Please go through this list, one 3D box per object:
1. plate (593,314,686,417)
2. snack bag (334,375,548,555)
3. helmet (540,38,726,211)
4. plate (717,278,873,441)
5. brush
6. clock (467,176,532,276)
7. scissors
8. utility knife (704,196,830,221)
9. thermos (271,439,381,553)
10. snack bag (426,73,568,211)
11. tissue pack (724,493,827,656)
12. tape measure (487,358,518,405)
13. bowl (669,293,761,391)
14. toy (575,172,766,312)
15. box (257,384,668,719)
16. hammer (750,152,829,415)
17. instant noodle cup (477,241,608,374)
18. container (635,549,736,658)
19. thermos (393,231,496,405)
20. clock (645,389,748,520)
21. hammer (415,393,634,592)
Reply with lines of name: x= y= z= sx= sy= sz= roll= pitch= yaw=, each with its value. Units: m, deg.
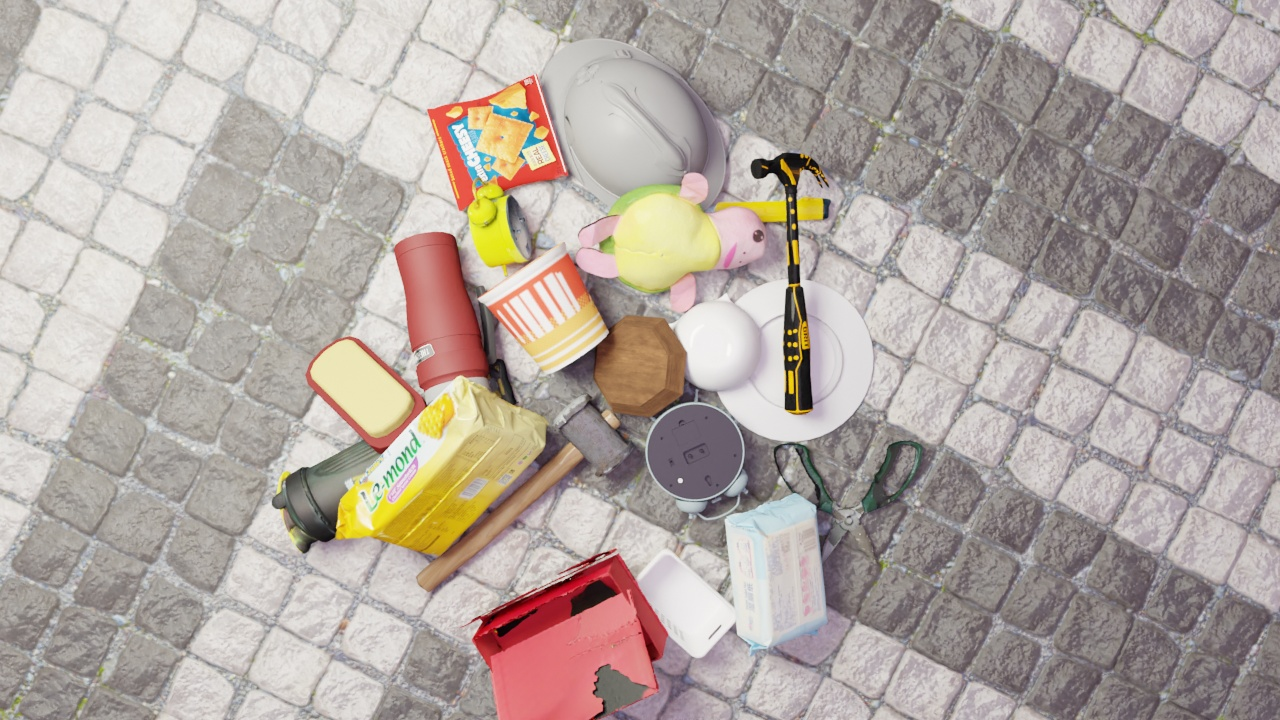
plate: x=-0.007 y=0.007 z=1.132 sx=0.131 sy=0.025 sz=0.131 roll=0 pitch=90 yaw=24
snack bag: x=-0.227 y=0.137 z=1.081 sx=0.247 sy=0.159 sz=0.068 roll=-46 pitch=56 yaw=9
helmet: x=-0.010 y=-0.287 z=1.100 sx=0.271 sy=0.117 sz=0.183 roll=45 pitch=90 yaw=-1
plate: x=0.195 y=0.000 z=1.168 sx=0.208 sy=0.015 sz=0.208 roll=0 pitch=92 yaw=-1
brush: x=-0.331 y=0.037 z=1.104 sx=0.173 sy=0.042 sz=0.082 roll=38 pitch=73 yaw=23
clock: x=-0.173 y=-0.167 z=1.111 sx=0.057 sy=0.083 sz=0.119 roll=-14 pitch=120 yaw=10
scissors: x=0.254 y=0.160 z=1.177 sx=0.204 sy=0.015 sz=0.201 roll=32 pitch=89 yaw=-4
utility knife: x=0.128 y=-0.189 z=1.157 sx=0.224 sy=0.019 sz=0.030 roll=-2 pitch=88 yaw=-3
thermos: x=-0.338 y=0.139 z=1.125 sx=0.220 sy=0.098 sz=0.098 roll=-31 pitch=93 yaw=-4
snack bag: x=-0.176 y=-0.269 z=1.135 sx=0.144 sy=0.039 sz=0.131 roll=-17 pitch=95 yaw=6
tissue pack: x=0.168 y=0.266 z=1.134 sx=0.111 sy=0.070 sz=0.182 roll=-11 pitch=98 yaw=-36
tape measure: x=-0.192 y=0.034 z=1.150 sx=0.061 sy=0.034 sz=0.061 roll=-19 pitch=92 yaw=1
bowl: x=0.092 y=-0.019 z=1.137 sx=0.115 sy=0.050 sz=0.114 roll=0 pitch=90 yaw=9
toy: x=0.040 y=-0.146 z=1.106 sx=0.238 sy=0.087 sz=0.190 roll=-6 pitch=125 yaw=-10
box: x=-0.173 y=0.236 z=1.026 sx=0.214 sy=0.171 sz=0.478 roll=-28 pitch=136 yaw=14
hammer: x=0.191 y=-0.091 z=1.125 sx=0.123 sy=0.036 sz=0.321 roll=-10 pitch=100 yaw=-37
instant noodle cup: x=-0.110 y=-0.060 z=1.112 sx=0.123 sy=0.123 sz=0.121 roll=-34 pitch=100 yaw=0
container: x=0.051 y=0.302 z=1.159 sx=0.129 sy=0.049 sz=0.081 roll=42 pitch=91 yaw=-3
thermos: x=-0.230 y=-0.049 z=1.112 sx=0.107 sy=0.084 sz=0.198 roll=-6 pitch=77 yaw=-40
clock: x=0.072 y=0.124 z=1.156 sx=0.122 sy=0.045 sz=0.159 roll=-25 pitch=94 yaw=0
hammer: x=-0.153 y=0.179 z=1.154 sx=0.328 sy=0.052 sz=0.098 roll=-42 pitch=93 yaw=4
